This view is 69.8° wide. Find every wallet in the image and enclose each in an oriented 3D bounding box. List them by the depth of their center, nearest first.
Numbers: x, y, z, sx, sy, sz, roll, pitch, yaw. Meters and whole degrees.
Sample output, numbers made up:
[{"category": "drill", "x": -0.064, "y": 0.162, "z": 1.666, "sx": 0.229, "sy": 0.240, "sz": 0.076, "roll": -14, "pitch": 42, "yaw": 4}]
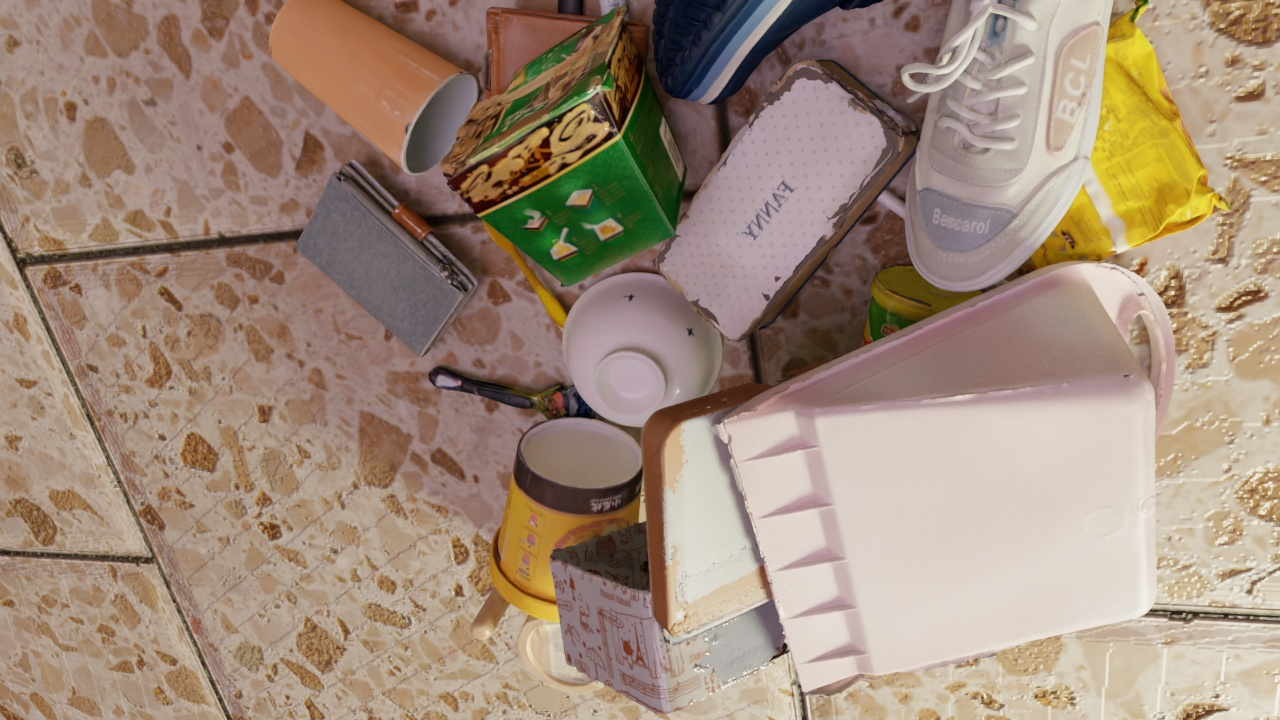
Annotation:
[{"category": "wallet", "x": -0.050, "y": -0.153, "z": 0.589, "sx": 0.108, "sy": 0.031, "sz": 0.132, "roll": 10, "pitch": 121, "yaw": 12}, {"category": "wallet", "x": -0.189, "y": -0.076, "z": 0.692, "sx": 0.129, "sy": 0.036, "sz": 0.107, "roll": 43, "pitch": 131, "yaw": -4}]

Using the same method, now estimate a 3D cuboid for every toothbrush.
[{"category": "toothbrush", "x": 0.216, "y": -0.061, "z": 0.574, "sx": 0.180, "sy": 0.016, "sz": 0.016, "roll": 35, "pitch": 113, "yaw": -1}, {"category": "toothbrush", "x": -0.058, "y": -0.031, "z": 0.683, "sx": 0.016, "sy": 0.018, "sz": 0.191, "roll": -33, "pitch": 105, "yaw": 9}]

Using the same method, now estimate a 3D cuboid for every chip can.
[{"category": "chip can", "x": 0.169, "y": 0.049, "z": 0.612, "sx": 0.072, "sy": 0.072, "sz": 0.222, "roll": 12, "pitch": 119, "yaw": 13}]

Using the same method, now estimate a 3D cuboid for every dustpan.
[{"category": "dustpan", "x": 0.195, "y": 0.061, "z": 0.544, "sx": 0.274, "sy": 0.138, "sz": 0.223, "roll": -10, "pitch": 121, "yaw": 11}]

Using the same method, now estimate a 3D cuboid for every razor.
[{"category": "razor", "x": -0.104, "y": 0.026, "z": 0.723, "sx": 0.143, "sy": 0.022, "sz": 0.043, "roll": 11, "pitch": 117, "yaw": 14}]

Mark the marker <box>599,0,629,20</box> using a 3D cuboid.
[{"category": "marker", "x": -0.020, "y": -0.228, "z": 0.569, "sx": 0.023, "sy": 0.018, "sz": 0.131, "roll": -7, "pitch": 113, "yaw": 7}]

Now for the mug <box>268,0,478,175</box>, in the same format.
[{"category": "mug", "x": -0.180, "y": -0.190, "z": 0.613, "sx": 0.123, "sy": 0.078, "sz": 0.078, "roll": 36, "pitch": 121, "yaw": 6}]

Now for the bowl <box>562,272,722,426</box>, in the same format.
[{"category": "bowl", "x": -0.004, "y": 0.004, "z": 0.643, "sx": 0.118, "sy": 0.064, "sz": 0.118, "roll": 4, "pitch": 114, "yaw": 8}]

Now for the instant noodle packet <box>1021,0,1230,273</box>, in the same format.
[{"category": "instant noodle packet", "x": 0.249, "y": -0.120, "z": 0.517, "sx": 0.111, "sy": 0.044, "sz": 0.128, "roll": -24, "pitch": 103, "yaw": 29}]

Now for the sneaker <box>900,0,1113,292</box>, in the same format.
[{"category": "sneaker", "x": 0.185, "y": -0.151, "z": 0.459, "sx": 0.090, "sy": 0.090, "sz": 0.242, "roll": 20, "pitch": 107, "yaw": 32}]

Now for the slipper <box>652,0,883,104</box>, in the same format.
[{"category": "slipper", "x": 0.101, "y": -0.238, "z": 0.484, "sx": 0.095, "sy": 0.105, "sz": 0.254, "roll": 16, "pitch": 141, "yaw": -32}]

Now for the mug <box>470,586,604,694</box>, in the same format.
[{"category": "mug", "x": -0.063, "y": 0.200, "z": 0.748, "sx": 0.125, "sy": 0.103, "sz": 0.084, "roll": 10, "pitch": 118, "yaw": 13}]

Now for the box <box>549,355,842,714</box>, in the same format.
[{"category": "box", "x": 0.043, "y": 0.100, "z": 0.592, "sx": 0.157, "sy": 0.179, "sz": 0.227, "roll": 24, "pitch": 123, "yaw": 52}]

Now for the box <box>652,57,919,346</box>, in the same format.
[{"category": "box", "x": 0.083, "y": -0.092, "z": 0.572, "sx": 0.090, "sy": 0.059, "sz": 0.185, "roll": 45, "pitch": 124, "yaw": 9}]

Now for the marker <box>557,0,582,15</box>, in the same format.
[{"category": "marker", "x": -0.047, "y": -0.189, "z": 0.600, "sx": 0.018, "sy": 0.015, "sz": 0.124, "roll": 9, "pitch": 117, "yaw": 10}]

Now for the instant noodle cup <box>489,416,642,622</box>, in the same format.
[{"category": "instant noodle cup", "x": -0.051, "y": 0.114, "z": 0.693, "sx": 0.118, "sy": 0.118, "sz": 0.115, "roll": 15, "pitch": 118, "yaw": 11}]

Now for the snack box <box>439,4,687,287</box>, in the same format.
[{"category": "snack box", "x": -0.031, "y": -0.116, "z": 0.531, "sx": 0.118, "sy": 0.118, "sz": 0.105, "roll": -23, "pitch": 124, "yaw": 27}]
